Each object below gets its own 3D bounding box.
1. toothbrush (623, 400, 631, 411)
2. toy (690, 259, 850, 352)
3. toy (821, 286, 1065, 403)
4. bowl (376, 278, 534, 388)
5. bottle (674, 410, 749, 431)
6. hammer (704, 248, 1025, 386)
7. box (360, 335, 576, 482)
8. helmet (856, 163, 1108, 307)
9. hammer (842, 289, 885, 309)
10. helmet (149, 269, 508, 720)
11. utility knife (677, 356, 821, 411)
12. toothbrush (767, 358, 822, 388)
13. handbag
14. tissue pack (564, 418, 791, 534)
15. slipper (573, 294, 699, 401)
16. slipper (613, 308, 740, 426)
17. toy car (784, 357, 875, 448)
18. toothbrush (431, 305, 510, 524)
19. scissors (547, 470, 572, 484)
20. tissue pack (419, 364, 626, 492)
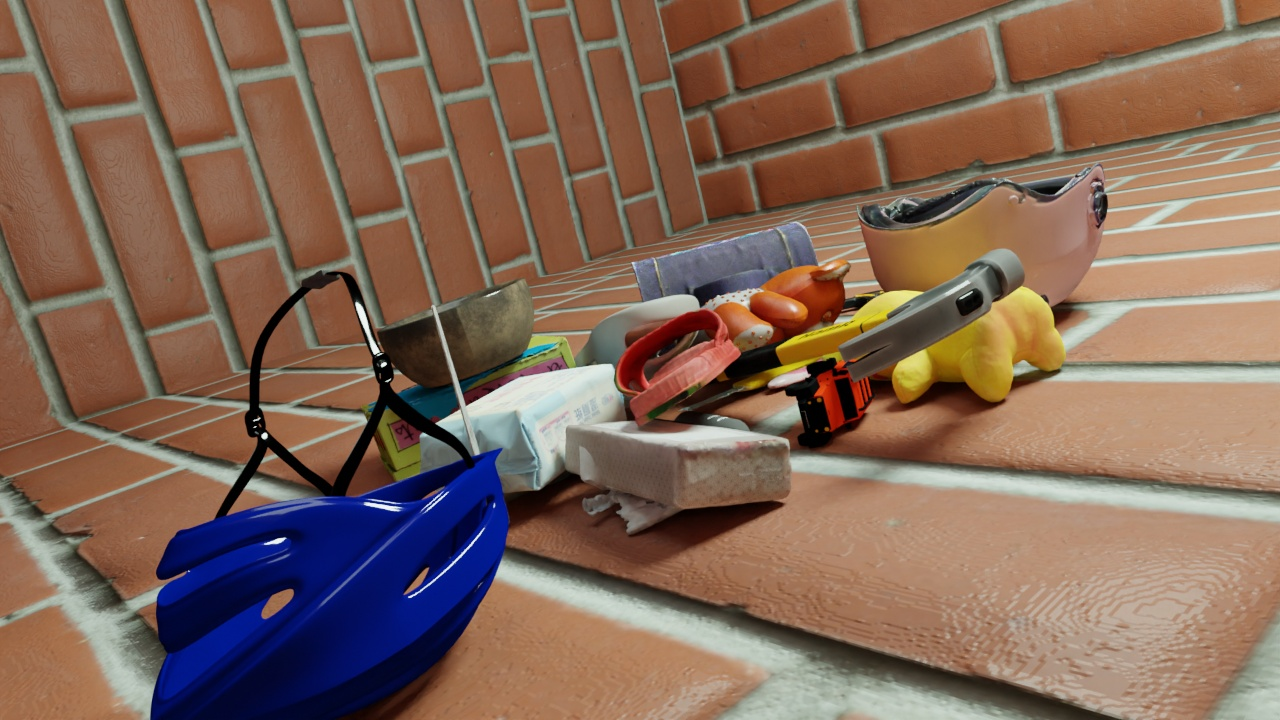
[{"bbox_3d":[-0.072,0.049,1.034,0.185,0.016,0.015,-4,15,46],"label":"toothbrush"},{"bbox_3d":[0.140,-0.041,0.966,0.172,0.093,0.164,-24,-12,-13],"label":"toy"},{"bbox_3d":[0.251,-0.021,0.789,0.134,0.087,0.194,-23,14,-23],"label":"toy"},{"bbox_3d":[-0.183,-0.026,0.952,0.162,0.070,0.162,-19,10,3],"label":"bowl"},{"bbox_3d":[0.068,0.061,0.748,0.030,0.030,0.113,-20,12,-26],"label":"bottle"},{"bbox_3d":[0.141,-0.011,0.759,0.169,0.034,0.325,-28,5,-32],"label":"hammer"},{"bbox_3d":[-0.180,0.048,0.989,0.220,0.082,0.124,-25,11,-21],"label":"box"},{"bbox_3d":[0.359,-0.115,0.943,0.231,0.152,0.254,-7,11,46],"label":"helmet"},{"bbox_3d":[0.278,-0.053,1.060,0.123,0.036,0.320,-11,9,14],"label":"hammer"},{"bbox_3d":[-0.174,0.070,0.494,0.148,0.227,0.240,-18,5,36],"label":"helmet"},{"bbox_3d":[0.125,0.017,0.931,0.218,0.019,0.031,-16,4,-33],"label":"utility knife"},{"bbox_3d":[0.177,0.006,0.935,0.134,0.016,0.022,-25,14,-34],"label":"toothbrush"},{"bbox_3d":[0.099,-0.080,1.106,0.205,0.125,0.222,-14,-1,-4],"label":"handbag"},{"bbox_3d":[0.015,0.080,0.667,0.103,0.071,0.182,-3,6,-30],"label":"tissue pack"},{"bbox_3d":[-0.006,0.005,0.956,0.112,0.080,0.266,-11,-9,-20],"label":"slipper"},{"bbox_3d":[0.027,-0.001,0.757,0.103,0.059,0.248,-33,1,6],"label":"slipper"},{"bbox_3d":[0.154,0.030,0.738,0.049,0.051,0.100,-11,11,30],"label":"toy car"},{"bbox_3d":[-0.126,0.044,0.685,0.010,0.181,0.010,-9,18,12],"label":"toothbrush"},{"bbox_3d":[-0.093,0.084,0.879,0.133,0.016,0.228,-22,12,-31],"label":"scissors"},{"bbox_3d":[-0.092,0.057,0.789,0.112,0.070,0.181,-10,11,30],"label":"tissue pack"}]
